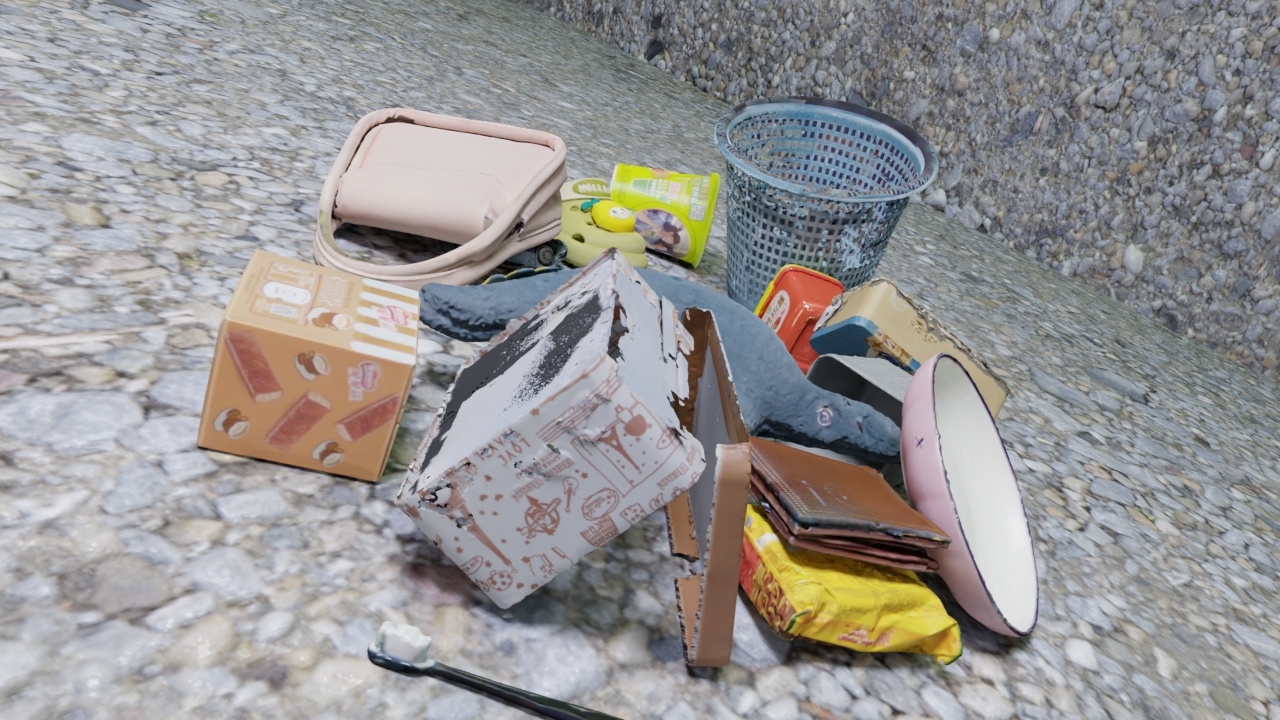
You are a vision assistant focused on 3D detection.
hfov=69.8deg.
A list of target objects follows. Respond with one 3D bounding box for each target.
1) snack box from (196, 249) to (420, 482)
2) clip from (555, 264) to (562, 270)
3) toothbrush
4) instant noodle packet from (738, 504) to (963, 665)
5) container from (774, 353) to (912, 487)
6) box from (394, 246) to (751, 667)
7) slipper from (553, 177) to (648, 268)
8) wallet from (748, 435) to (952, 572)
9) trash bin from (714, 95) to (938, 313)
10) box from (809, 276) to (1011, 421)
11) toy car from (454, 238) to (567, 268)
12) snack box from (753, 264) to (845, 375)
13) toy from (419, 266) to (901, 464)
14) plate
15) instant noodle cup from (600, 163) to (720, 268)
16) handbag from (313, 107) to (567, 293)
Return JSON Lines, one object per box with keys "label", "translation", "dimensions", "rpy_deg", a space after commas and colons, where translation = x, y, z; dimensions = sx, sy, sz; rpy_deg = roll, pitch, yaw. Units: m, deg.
{"label": "snack box", "translation": [-0.177, 0.002, 0.500], "dimensions": [0.094, 0.077, 0.092], "rpy_deg": [15, 24, -19]}
{"label": "clip", "translation": [-0.100, -0.105, 0.890], "dimensions": [0.056, 0.040, 0.014], "rpy_deg": [13, 22, -13]}
{"label": "toothbrush", "translation": [-0.030, 0.150, 0.395], "dimensions": [0.181, 0.018, 0.015], "rpy_deg": [23, 19, -6]}
{"label": "instant noodle packet", "translation": [0.115, 0.130, 0.542], "dimensions": [0.128, 0.044, 0.110], "rpy_deg": [15, 22, -25]}
{"label": "container", "translation": [0.184, 0.050, 0.733], "dimensions": [0.090, 0.090, 0.114], "rpy_deg": [38, 24, 30]}
{"label": "box", "translation": [-0.001, 0.055, 0.500], "dimensions": [0.178, 0.153, 0.182], "rpy_deg": [51, 16, -18]}
{"label": "slipper", "translation": [-0.067, -0.153, 0.957], "dimensions": [0.190, 0.082, 0.091], "rpy_deg": [35, 27, 32]}
{"label": "wallet", "translation": [0.114, 0.084, 0.561], "dimensions": [0.101, 0.032, 0.124], "rpy_deg": [14, 13, -17]}
{"label": "trash bin", "translation": [0.180, -0.147, 0.984], "dimensions": [0.226, 0.195, 0.226], "rpy_deg": [3, 39, -3]}
{"label": "box", "translation": [0.245, 0.009, 0.823], "dimensions": [0.184, 0.061, 0.090], "rpy_deg": [40, -22, -7]}
{"label": "toy car", "translation": [-0.121, -0.105, 0.853], "dimensions": [0.105, 0.031, 0.048], "rpy_deg": [9, 26, -8]}
{"label": "snack box", "translation": [0.160, -0.035, 0.900], "dimensions": [0.082, 0.091, 0.080], "rpy_deg": [16, 30, -17]}
{"label": "toy", "translation": [0.024, -0.005, 0.654], "dimensions": [0.356, 0.092, 0.137], "rpy_deg": [19, 27, -9]}
{"label": "plate", "translation": [0.219, 0.091, 0.624], "dimensions": [0.192, 0.039, 0.192], "rpy_deg": [35, 45, -45]}
{"label": "instant noodle cup", "translation": [0.020, -0.177, 1.070], "dimensions": [0.123, 0.112, 0.111], "rpy_deg": [14, 23, -4]}
{"label": "handbag", "translation": [-0.174, -0.122, 0.758], "dimensions": [0.193, 0.093, 0.233], "rpy_deg": [9, 34, 6]}
